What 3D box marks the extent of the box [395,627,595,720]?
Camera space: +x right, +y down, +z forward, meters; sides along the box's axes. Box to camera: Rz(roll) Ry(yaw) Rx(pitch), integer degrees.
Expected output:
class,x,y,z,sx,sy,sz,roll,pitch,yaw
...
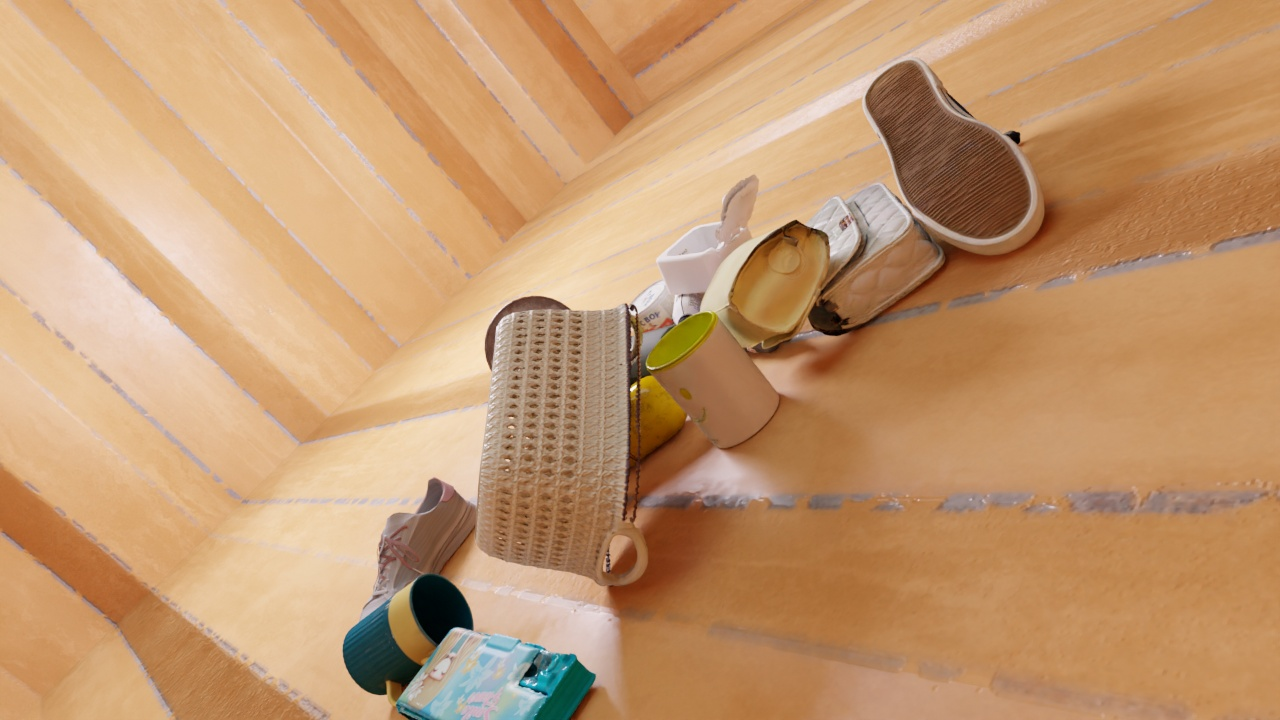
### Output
class,x,y,z,sx,sy,sz,roll,pitch,yaw
box,-0.128,0.276,0.764,0.227,0.039,0.094,-15,31,55

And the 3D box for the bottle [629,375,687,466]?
class,x,y,z,sx,sy,sz,roll,pitch,yaw
bottle,-0.013,0.071,0.969,0.164,0.071,0.071,-38,18,9

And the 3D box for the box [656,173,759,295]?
class,x,y,z,sx,sy,sz,roll,pitch,yaw
box,0.104,-0.150,1.160,0.111,0.101,0.190,-46,10,-38

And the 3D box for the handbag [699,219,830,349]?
class,x,y,z,sx,sy,sz,roll,pitch,yaw
handbag,0.120,-0.073,0.874,0.111,0.081,0.119,-61,7,-9

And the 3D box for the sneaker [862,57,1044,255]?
class,x,y,z,sx,sy,sz,roll,pitch,yaw
sneaker,0.321,-0.186,0.897,0.121,0.127,0.294,-40,36,22

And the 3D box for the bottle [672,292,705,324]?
class,x,y,z,sx,sy,sz,roll,pitch,yaw
bottle,0.063,-0.066,1.193,0.041,0.041,0.115,-34,19,20

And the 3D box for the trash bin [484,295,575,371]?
class,x,y,z,sx,sy,sz,roll,pitch,yaw
trash bin,-0.143,-0.010,1.255,0.130,0.131,0.211,-43,0,-9

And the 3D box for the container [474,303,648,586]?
class,x,y,z,sx,sy,sz,roll,pitch,yaw
container,-0.067,0.068,0.815,0.185,0.143,0.251,102,170,-48

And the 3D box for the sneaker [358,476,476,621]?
class,x,y,z,sx,sy,sz,roll,pitch,yaw
sneaker,-0.287,0.235,1.110,0.099,0.089,0.235,-27,22,37

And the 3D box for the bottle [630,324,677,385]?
class,x,y,z,sx,sy,sz,roll,pitch,yaw
bottle,-0.007,0.006,1.111,0.071,0.071,0.207,-51,20,-29

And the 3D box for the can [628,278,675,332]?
class,x,y,z,sx,sy,sz,roll,pitch,yaw
can,0.020,-0.073,1.293,0.086,0.043,0.086,-37,19,15

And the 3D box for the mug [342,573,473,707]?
class,x,y,z,sx,sy,sz,roll,pitch,yaw
mug,-0.229,0.285,0.904,0.107,0.083,0.113,-35,46,18

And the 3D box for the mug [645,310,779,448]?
class,x,y,z,sx,sy,sz,roll,pitch,yaw
mug,0.068,0.018,0.867,0.083,0.106,0.082,-36,18,14

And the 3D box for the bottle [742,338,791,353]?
class,x,y,z,sx,sy,sz,roll,pitch,yaw
bottle,0.124,-0.026,0.974,0.036,0.036,0.110,-47,18,-18

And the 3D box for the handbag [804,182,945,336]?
class,x,y,z,sx,sy,sz,roll,pitch,yaw
handbag,0.215,-0.111,0.931,0.139,0.072,0.194,-37,17,16
